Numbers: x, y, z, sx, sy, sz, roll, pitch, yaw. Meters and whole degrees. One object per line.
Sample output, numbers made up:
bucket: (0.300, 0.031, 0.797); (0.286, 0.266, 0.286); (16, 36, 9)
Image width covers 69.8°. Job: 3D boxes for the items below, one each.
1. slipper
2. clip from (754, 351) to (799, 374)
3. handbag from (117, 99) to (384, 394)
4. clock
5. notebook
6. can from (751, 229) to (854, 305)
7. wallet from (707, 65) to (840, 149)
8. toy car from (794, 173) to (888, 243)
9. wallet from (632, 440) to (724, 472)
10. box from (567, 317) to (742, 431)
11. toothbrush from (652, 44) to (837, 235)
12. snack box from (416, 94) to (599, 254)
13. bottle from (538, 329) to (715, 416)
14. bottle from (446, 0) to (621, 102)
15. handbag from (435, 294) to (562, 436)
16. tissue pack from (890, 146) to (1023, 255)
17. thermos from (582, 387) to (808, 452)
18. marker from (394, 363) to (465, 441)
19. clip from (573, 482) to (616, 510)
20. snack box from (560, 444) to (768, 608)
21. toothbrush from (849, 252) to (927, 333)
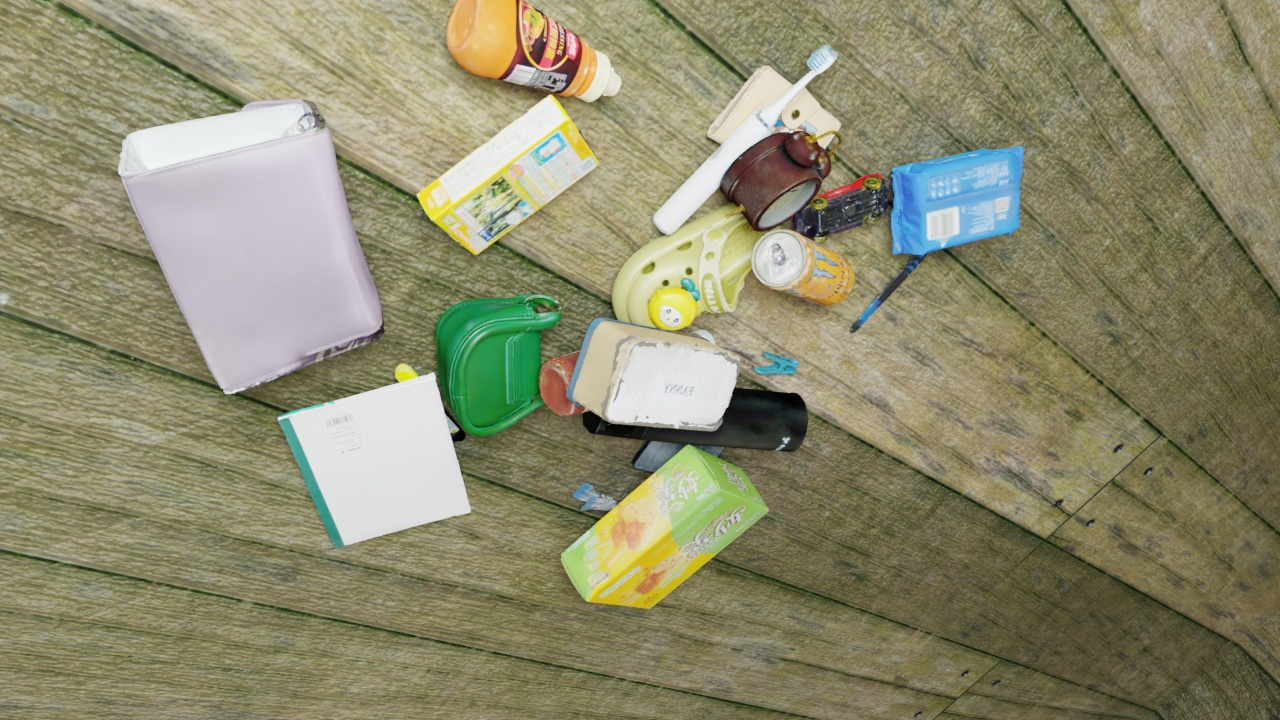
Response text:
slipper: (0.062, -0.086, 0.898); (0.190, 0.081, 0.092); (-33, 130, -1)
clip: (0.159, 0.005, 1.058); (0.055, 0.013, 0.039); (9, 122, -28)
handbag: (-0.294, -0.091, 0.719); (0.145, 0.098, 0.197); (-14, 129, -12)
clock: (0.129, -0.168, 0.831); (0.122, 0.055, 0.082); (-37, 163, 18)
notebook: (-0.263, 0.108, 0.934); (0.150, 0.012, 0.209); (-15, 135, -13)
can: (0.165, -0.091, 0.918); (0.058, 0.058, 0.145); (-51, 154, 18)
wallet: (0.129, -0.219, 0.862); (0.115, 0.024, 0.087); (25, 117, -35)
toy car: (0.204, -0.156, 0.938); (0.106, 0.031, 0.049); (-22, 131, -10)
wallet: (0.058, 0.089, 1.076); (0.097, 0.019, 0.121); (19, 117, -32)
box: (0.013, 0.016, 0.860); (0.184, 0.060, 0.090); (12, 102, -45)
toothbrush: (0.092, -0.197, 0.831); (0.026, 0.026, 0.222); (27, 123, -34)
snack box: (-0.109, -0.153, 0.775); (0.140, 0.033, 0.087); (-37, 161, 5)
bottle: (-0.005, 0.005, 0.924); (0.205, 0.060, 0.060); (-16, 134, -39)
bottle: (-0.077, -0.242, 0.728); (0.149, 0.066, 0.067); (11, 121, -39)
handbag: (-0.133, 0.002, 0.883); (0.120, 0.068, 0.131); (-17, 130, -24)
tissue pack: (0.331, -0.169, 0.962); (0.157, 0.052, 0.095); (-14, 114, -13)
thermos: (0.057, 0.062, 1.007); (0.242, 0.068, 0.090); (6, 157, -21)
marker: (-0.210, 0.045, 0.921); (0.018, 0.015, 0.124); (-27, 135, 2)
clip: (-0.051, 0.167, 1.085); (0.027, 0.045, 0.058); (-50, 138, 13)
snack box: (0.032, 0.204, 1.089); (0.210, 0.070, 0.157); (-41, 148, 12)
toothbrush: (0.302, -0.101, 1.038); (0.014, 0.016, 0.190); (28, 112, -29)
